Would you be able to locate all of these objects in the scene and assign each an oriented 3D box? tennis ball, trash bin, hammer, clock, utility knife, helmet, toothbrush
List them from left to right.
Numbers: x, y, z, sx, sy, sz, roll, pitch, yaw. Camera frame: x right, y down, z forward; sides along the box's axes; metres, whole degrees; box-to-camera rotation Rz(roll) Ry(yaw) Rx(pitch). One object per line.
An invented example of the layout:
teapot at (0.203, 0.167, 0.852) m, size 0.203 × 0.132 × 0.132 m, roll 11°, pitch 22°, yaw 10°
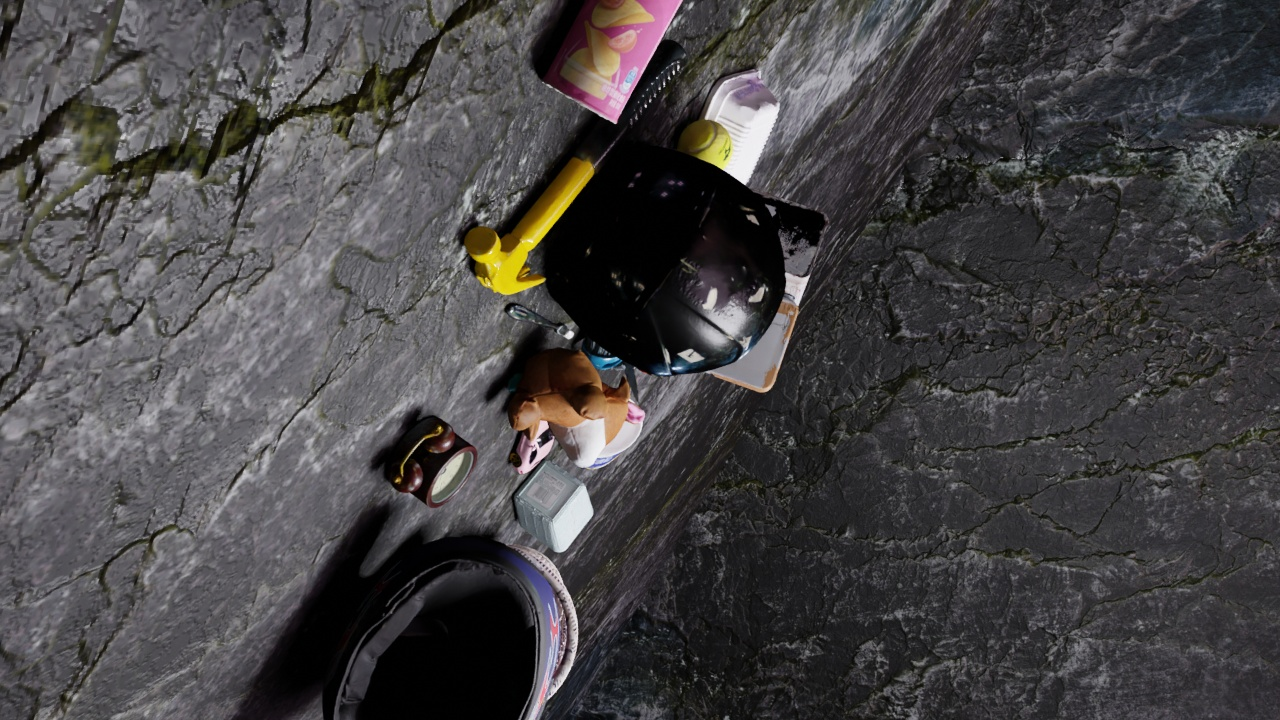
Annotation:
clock at (-0.211, 0.101, 0.919) m, size 0.082 × 0.055 × 0.122 m, roll -53°, pitch 163°, yaw -11°
helmet at (-0.216, 0.329, 1.038) m, size 0.315 × 0.247 × 0.240 m, roll -64°, pitch -174°, yaw 4°
trash bin at (-0.188, 0.344, 1.253) m, size 0.227 × 0.227 × 0.192 m, roll -57°, pitch 178°, yaw 2°
utility knife at (-0.124, 0.024, 1.123) m, size 0.029 × 0.013 × 0.151 m, roll -62°, pitch 163°, yaw 9°
toothbrush at (-0.110, -0.042, 1.020) m, size 0.015 × 0.018 × 0.181 m, roll -54°, pitch 164°, yaw 4°
hammer at (-0.053, -0.184, 0.863) m, size 0.300 × 0.033 × 0.129 m, roll -53°, pitch 166°, yaw -12°
helmet at (0.045, -0.094, 0.986) m, size 0.274 × 0.230 × 0.233 m, roll 30°, pitch 94°, yaw -37°
tennis ball at (0.075, -0.248, 1.073) m, size 0.065 × 0.065 × 0.065 m, roll -51°, pitch 164°, yaw -20°

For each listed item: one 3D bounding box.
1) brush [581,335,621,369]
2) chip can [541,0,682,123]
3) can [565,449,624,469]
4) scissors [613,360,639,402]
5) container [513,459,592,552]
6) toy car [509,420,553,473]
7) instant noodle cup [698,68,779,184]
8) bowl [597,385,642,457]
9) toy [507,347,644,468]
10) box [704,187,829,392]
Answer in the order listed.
brush at (-0.031, -0.027, 1.217) m, size 0.143 × 0.055 × 0.074 m, roll -40°, pitch 155°, yaw -53°
chip can at (0.001, -0.297, 0.722) m, size 0.211 × 0.071 × 0.071 m, roll -59°, pitch 165°, yaw 12°
can at (-0.057, 0.114, 1.407) m, size 0.147 × 0.074 × 0.049 m, roll -32°, pitch 154°, yaw -59°
scissors at (-0.017, 0.015, 1.262) m, size 0.156 × 0.014 × 0.168 m, roll -16°, pitch -134°, yaw 58°
container at (-0.130, 0.212, 1.360) m, size 0.089 × 0.090 × 0.112 m, roll -50°, pitch 161°, yaw -24°
toy car at (-0.134, 0.099, 1.203) m, size 0.056 × 0.037 × 0.123 m, roll -38°, pitch 156°, yaw -54°
instant noodle cup at (0.113, -0.271, 1.160) m, size 0.137 × 0.060 × 0.174 m, roll -37°, pitch 155°, yaw -52°
bowl at (-0.060, 0.073, 1.299) m, size 0.064 × 0.118 × 0.118 m, roll -104°, pitch -148°, yaw -53°
toy at (-0.073, 0.063, 1.100) m, size 0.199 × 0.140 × 0.130 m, roll 48°, pitch 38°, yaw -73°
box at (0.134, -0.102, 1.247) m, size 0.105 × 0.179 × 0.259 m, roll 97°, pitch 15°, yaw -59°
